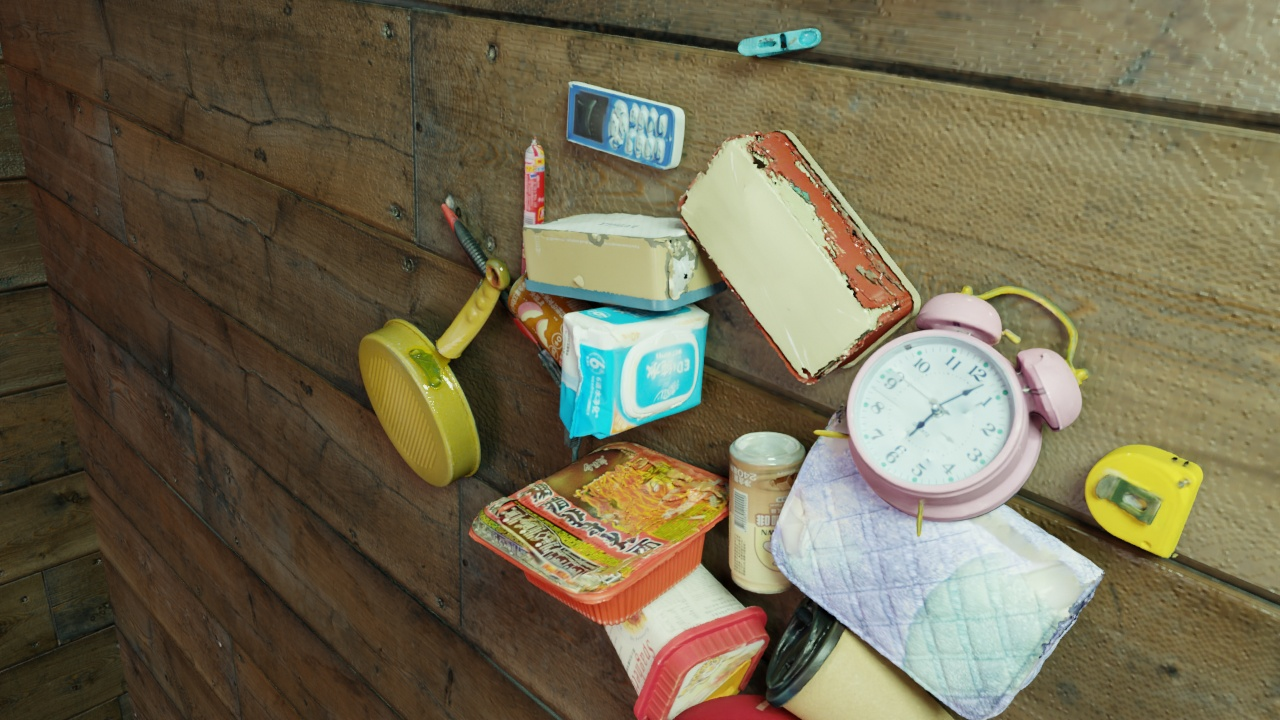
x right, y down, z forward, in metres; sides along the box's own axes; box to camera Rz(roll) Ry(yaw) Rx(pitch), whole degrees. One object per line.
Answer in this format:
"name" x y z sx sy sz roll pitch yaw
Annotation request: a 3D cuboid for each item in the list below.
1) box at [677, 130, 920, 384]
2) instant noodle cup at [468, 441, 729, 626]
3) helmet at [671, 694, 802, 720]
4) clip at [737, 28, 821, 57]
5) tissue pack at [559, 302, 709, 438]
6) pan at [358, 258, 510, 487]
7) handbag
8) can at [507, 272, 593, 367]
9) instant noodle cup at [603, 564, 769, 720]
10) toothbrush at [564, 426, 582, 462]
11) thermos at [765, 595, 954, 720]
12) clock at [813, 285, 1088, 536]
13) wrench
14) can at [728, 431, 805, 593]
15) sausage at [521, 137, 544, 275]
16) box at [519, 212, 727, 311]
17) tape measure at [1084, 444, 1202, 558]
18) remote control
"box" 0.103 -0.073 0.636 0.168 0.075 0.092 56 136 15
"instant noodle cup" -0.025 0.144 0.767 0.165 0.188 0.079 19 125 43
"helmet" 0.093 0.333 0.701 0.207 0.240 0.143 13 72 21
"clip" 0.097 -0.218 0.630 0.054 0.033 0.013 1 106 28
"tissue pack" -0.004 0.004 0.727 0.063 0.139 0.090 20 114 41
"pan" -0.211 0.007 0.973 0.197 0.078 0.358 53 148 11
"handbag" 0.190 0.134 0.623 0.194 0.075 0.134 37 127 29
"can" -0.057 -0.021 0.828 0.147 0.057 0.058 46 132 24
"instant noodle cup" 0.030 0.233 0.802 0.124 0.116 0.117 49 134 39
"toothbrush" -0.072 0.141 0.908 0.016 0.018 0.192 27 122 36
"thermos" 0.162 0.246 0.673 0.143 0.092 0.093 38 130 7
"clock" 0.196 0.023 0.563 0.158 0.060 0.117 -45 59 3
"wrench" -0.128 -0.053 0.905 0.273 0.016 0.056 54 172 21
"can" 0.099 0.119 0.721 0.059 0.058 0.116 15 115 41
"sausage" -0.101 -0.131 0.861 0.020 0.020 0.156 25 121 37
"box" -0.020 -0.084 0.748 0.185 0.089 0.060 11 113 45
"tape measure" 0.291 0.079 0.535 0.057 0.028 0.060 26 121 38
"remote control" -0.014 -0.192 0.748 0.125 0.024 0.049 26 121 36
